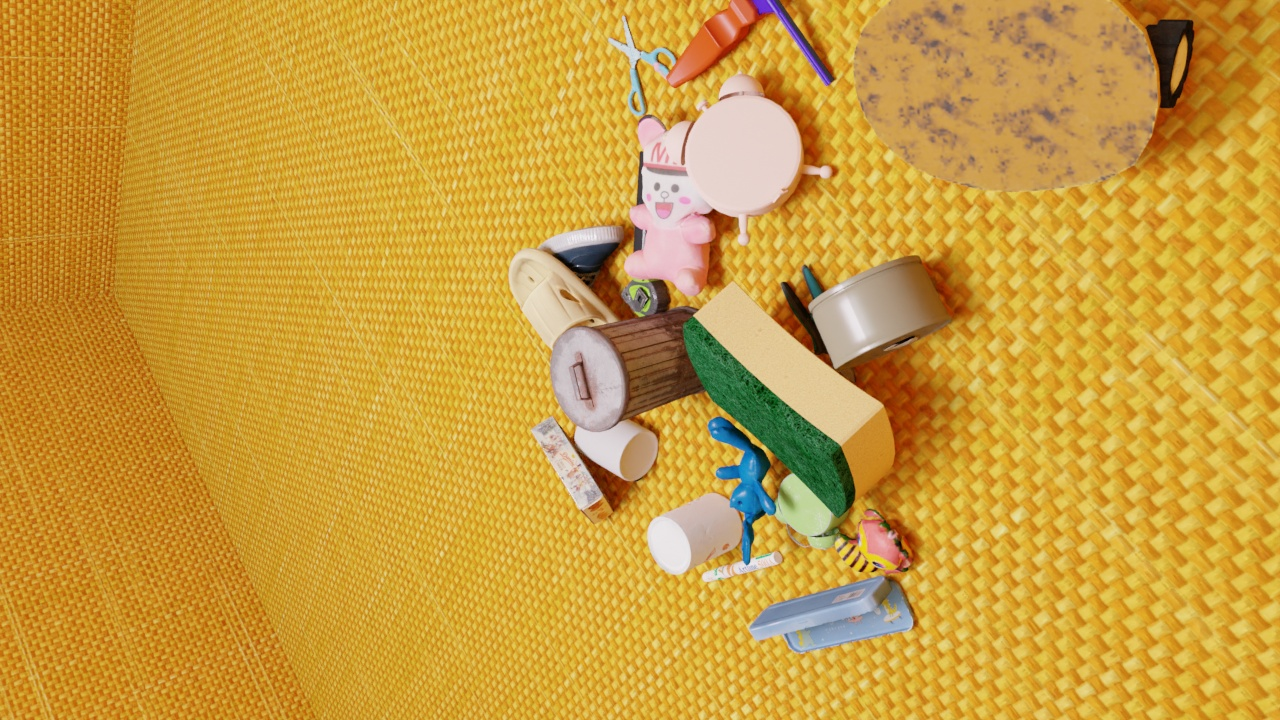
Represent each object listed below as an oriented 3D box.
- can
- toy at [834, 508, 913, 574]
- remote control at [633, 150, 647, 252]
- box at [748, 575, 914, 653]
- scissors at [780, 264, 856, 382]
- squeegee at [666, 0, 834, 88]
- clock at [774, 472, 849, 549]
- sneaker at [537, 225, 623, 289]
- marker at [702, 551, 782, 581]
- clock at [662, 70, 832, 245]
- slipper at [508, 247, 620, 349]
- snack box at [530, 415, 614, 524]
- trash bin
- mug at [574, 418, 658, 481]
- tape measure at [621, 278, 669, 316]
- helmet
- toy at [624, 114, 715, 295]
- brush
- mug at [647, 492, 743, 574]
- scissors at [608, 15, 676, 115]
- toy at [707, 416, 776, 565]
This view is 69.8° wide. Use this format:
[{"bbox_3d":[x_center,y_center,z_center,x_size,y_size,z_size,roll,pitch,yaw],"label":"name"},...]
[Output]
[{"bbox_3d":[0.246,-0.048,0.949,0.128,0.127,0.073,-33,75,47],"label":"can"},{"bbox_3d":[0.272,0.215,1.061,0.084,0.046,0.104,46,146,-2],"label":"toy"},{"bbox_3d":[0.006,-0.208,1.239,0.033,0.015,0.147,23,118,41],"label":"remote control"},{"bbox_3d":[0.234,0.325,1.125,0.211,0.072,0.079,-32,92,45],"label":"box"},{"bbox_3d":[0.211,-0.045,1.067,0.131,0.019,0.150,25,118,41],"label":"scissors"},{"bbox_3d":[0.093,-0.379,1.067,0.249,0.055,0.185,54,137,-3],"label":"squeegee"},{"bbox_3d":[0.209,0.175,1.118,0.094,0.042,0.119,35,126,36],"label":"clock"},{"bbox_3d":[-0.101,-0.130,1.327,0.236,0.089,0.087,-21,82,53],"label":"sneaker"},{"bbox_3d":[0.136,0.282,1.246,0.146,0.017,0.017,-30,79,47],"label":"marker"},{"bbox_3d":[0.114,-0.232,1.031,0.131,0.086,0.160,-39,75,10],"label":"clock"},{"bbox_3d":[-0.095,-0.041,1.284,0.261,0.079,0.112,42,136,-4],"label":"slipper"},{"bbox_3d":[-0.100,0.168,1.387,0.147,0.041,0.143,56,175,19],"label":"snack box"},{"bbox_3d":[-0.007,0.007,1.168,0.131,0.210,0.131,14,111,41],"label":"trash bin"},{"bbox_3d":[-0.031,0.132,1.345,0.097,0.078,0.112,25,147,40],"label":"mug"},{"bbox_3d":[0.007,-0.088,1.259,0.065,0.035,0.059,52,132,24],"label":"tape measure"},{"bbox_3d":[0.327,-0.264,0.792,0.256,0.131,0.205,17,145,37],"label":"helmet"},{"bbox_3d":[0.048,-0.194,1.150,0.142,0.084,0.213,22,119,38],"label":"toy"},{"bbox_3d":[0.163,0.046,1.023,0.250,0.075,0.195,44,170,29],"label":"brush"},{"bbox_3d":[0.073,0.231,1.232,0.082,0.105,0.082,16,112,44],"label":"mug"},{"bbox_3d":[-0.005,-0.381,1.207,0.138,0.015,0.120,45,130,37],"label":"scissors"},{"bbox_3d":[0.130,0.151,1.138,0.071,0.112,0.176,-12,104,7],"label":"toy"}]
